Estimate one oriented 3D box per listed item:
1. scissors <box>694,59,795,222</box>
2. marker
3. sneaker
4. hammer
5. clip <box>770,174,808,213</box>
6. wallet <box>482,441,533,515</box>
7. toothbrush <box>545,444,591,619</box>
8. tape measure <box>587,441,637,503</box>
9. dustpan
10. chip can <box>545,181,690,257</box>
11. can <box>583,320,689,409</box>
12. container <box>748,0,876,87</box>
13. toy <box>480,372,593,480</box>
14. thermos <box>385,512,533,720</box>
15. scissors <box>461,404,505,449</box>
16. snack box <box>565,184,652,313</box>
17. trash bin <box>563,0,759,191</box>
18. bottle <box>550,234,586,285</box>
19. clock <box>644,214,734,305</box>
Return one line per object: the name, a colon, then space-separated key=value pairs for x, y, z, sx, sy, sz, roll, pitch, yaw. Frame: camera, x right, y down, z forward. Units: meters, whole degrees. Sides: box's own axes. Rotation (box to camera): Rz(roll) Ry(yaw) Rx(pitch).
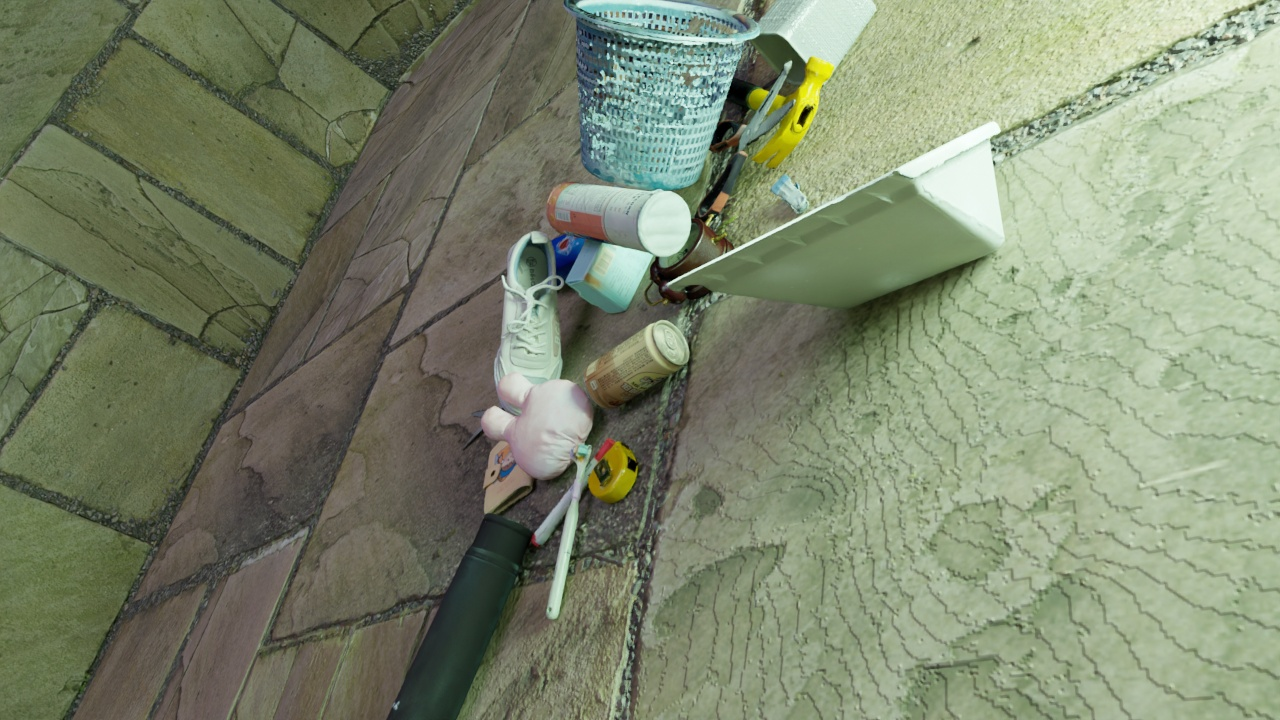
scissors: x=0.116 y=-0.252 z=1.076 sx=0.227 sy=0.015 sz=0.189 roll=-150 pitch=78 yaw=-70
marker: x=-0.073 y=0.147 z=1.013 sx=0.145 sy=0.017 sz=0.017 roll=-52 pitch=29 yaw=5
sneaker: x=-0.136 y=-0.049 z=1.173 sx=0.091 sy=0.089 sz=0.242 roll=145 pitch=127 yaw=-69
hammer: x=0.144 y=-0.322 z=1.132 sx=0.129 sy=0.032 sz=0.300 roll=-66 pitch=22 yaw=17
clip: x=0.164 y=-0.177 z=0.990 sx=0.027 sy=0.043 sz=0.058 roll=-43 pitch=39 yaw=15
wallet: x=-0.165 y=0.137 z=1.155 sx=0.087 sy=0.024 sz=0.115 roll=-35 pitch=36 yaw=24
toothbrush: x=-0.077 y=0.178 z=0.967 sx=0.029 sy=0.020 sz=0.189 roll=-10 pitch=58 yaw=35
tape measure: x=-0.031 y=0.120 z=0.966 sx=0.060 sy=0.029 sz=0.057 roll=-49 pitch=30 yaw=11
dustpan: x=0.178 y=-0.138 z=0.757 sx=0.223 sy=0.257 sz=0.142 roll=-23 pitch=66 yaw=44
chip can: x=-0.033 y=-0.170 z=1.080 sx=0.215 sy=0.071 sz=0.071 roll=22 pitch=78 yaw=53
can: x=-0.006 y=0.006 z=1.014 sx=0.117 sy=0.058 sz=0.058 roll=-32 pitch=36 yaw=35
container: x=0.206 y=-0.400 z=1.089 sx=0.114 sy=0.090 sz=0.090 roll=-52 pitch=30 yaw=0
toy: x=-0.123 y=0.072 z=1.092 sx=0.159 sy=0.054 sz=0.121 roll=26 pitch=88 yaw=37
thermos: x=-0.191 y=0.292 z=1.003 sx=0.090 sy=0.068 sz=0.242 roll=107 pitch=-174 yaw=-68
scissors: x=-0.196 y=0.068 z=1.278 sx=0.159 sy=0.014 sz=0.181 roll=-58 pitch=28 yaw=-5
snack box: x=-0.023 y=-0.153 z=1.185 sx=0.052 sy=0.074 sz=0.174 roll=2 pitch=62 yaw=55
trash bin: x=0.013 y=-0.318 z=1.097 sx=0.226 sy=0.226 sz=0.195 roll=-109 pitch=23 yaw=-55
bottle: x=-0.103 y=-0.147 z=1.300 sx=0.219 sy=0.065 sz=0.065 roll=-20 pitch=44 yaw=44
clock: x=0.052 y=-0.108 z=1.047 sx=0.122 sy=0.055 sz=0.082 roll=-44 pitch=32 yaw=14
